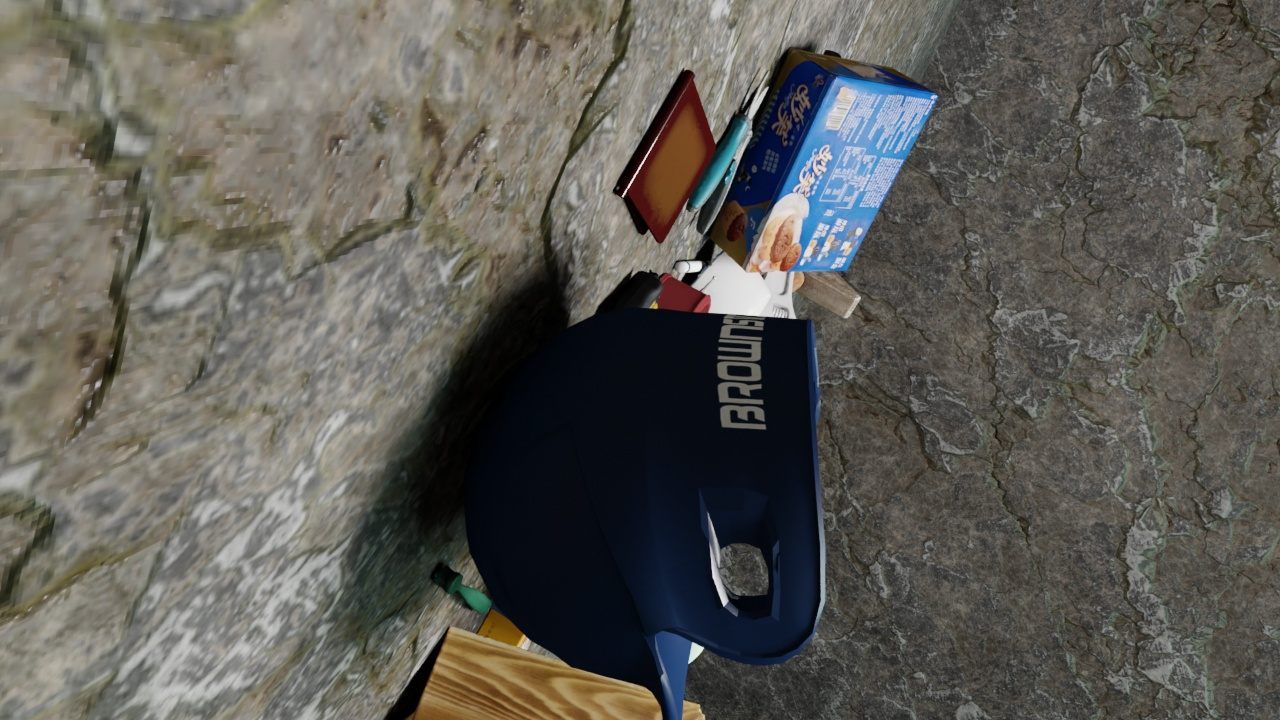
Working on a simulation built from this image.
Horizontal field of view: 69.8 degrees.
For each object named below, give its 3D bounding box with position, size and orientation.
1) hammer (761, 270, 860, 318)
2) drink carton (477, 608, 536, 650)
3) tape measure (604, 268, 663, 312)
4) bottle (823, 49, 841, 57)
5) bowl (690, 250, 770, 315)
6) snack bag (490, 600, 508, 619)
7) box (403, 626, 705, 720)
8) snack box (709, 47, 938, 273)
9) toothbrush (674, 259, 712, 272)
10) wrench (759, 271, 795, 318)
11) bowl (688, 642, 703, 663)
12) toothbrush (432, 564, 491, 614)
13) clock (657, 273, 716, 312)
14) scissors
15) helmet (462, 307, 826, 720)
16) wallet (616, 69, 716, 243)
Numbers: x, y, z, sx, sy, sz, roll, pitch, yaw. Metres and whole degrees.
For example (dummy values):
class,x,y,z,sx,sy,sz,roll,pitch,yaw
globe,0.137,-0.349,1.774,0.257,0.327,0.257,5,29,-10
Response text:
class,x,y,z,sx,sy,sz,roll,pitch,yaw
hammer,0.130,-0.058,1.092,0.299,0.158,0.037,-35,158,-40
drink carton,-0.123,0.265,0.937,0.058,0.040,0.122,-60,169,-4
tape measure,-0.009,-0.031,0.719,0.061,0.034,0.061,-51,167,-39
bottle,0.166,-0.236,0.953,0.055,0.055,0.175,-47,161,-53
bowl,0.087,-0.057,0.965,0.116,0.065,0.116,-49,171,-11
snack bag,-0.039,0.187,0.809,0.206,0.159,0.102,-65,170,27
box,-0.140,0.438,0.783,0.280,0.284,0.322,103,7,-56
snack box,0.178,-0.189,0.906,0.154,0.069,0.203,-6,131,-38
toothbrush,0.060,-0.094,0.939,0.017,0.012,0.186,-62,169,13
wrench,0.157,-0.127,1.076,0.018,0.086,0.272,-30,-136,58
bowl,0.036,0.244,0.921,0.151,0.077,0.151,-167,-88,-84
toothbrush,-0.138,0.184,0.726,0.016,0.017,0.190,-58,170,-19
clock,0.019,-0.022,0.832,0.137,0.048,0.096,-53,167,-43
scissors,0.072,-0.170,0.781,0.124,0.019,0.154,-47,161,-56
helmet,0.003,0.099,0.576,0.231,0.223,0.272,-71,153,-62
wallet,0.018,-0.135,0.633,0.091,0.018,0.115,-60,166,-4
